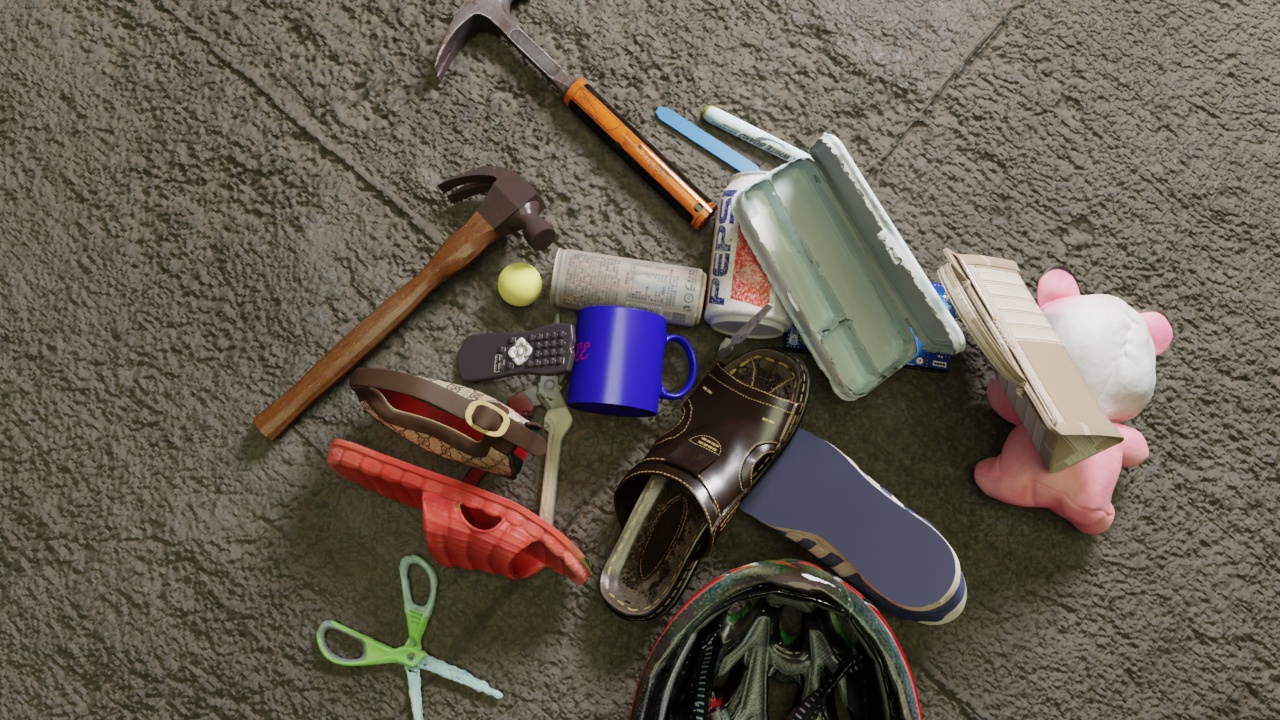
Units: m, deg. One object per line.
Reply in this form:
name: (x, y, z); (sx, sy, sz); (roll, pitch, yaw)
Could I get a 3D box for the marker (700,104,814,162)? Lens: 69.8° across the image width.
marker: (0.124, -0.205, 0.873); (0.146, 0.017, 0.017); (28, 81, 5)

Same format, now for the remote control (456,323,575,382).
remote control: (-0.112, -0.006, 0.810); (0.125, 0.009, 0.046); (-6, 73, 28)

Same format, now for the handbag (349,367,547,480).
handbag: (-0.160, 0.045, 0.756); (0.167, 0.138, 0.063); (19, 78, 23)

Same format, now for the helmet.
helmet: (0.103, 0.287, 0.707); (0.217, 0.167, 0.272); (9, 85, 13)

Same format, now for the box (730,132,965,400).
box: (0.182, -0.082, 0.743); (0.106, 0.125, 0.215); (-36, 98, -26)

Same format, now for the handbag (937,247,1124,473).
handbag: (0.277, -0.017, 0.701); (0.062, 0.197, 0.175); (-34, 59, 25)

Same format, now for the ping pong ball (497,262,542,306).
ping pong ball: (-0.110, -0.069, 0.834); (0.040, 0.040, 0.040); (0, 80, -1)

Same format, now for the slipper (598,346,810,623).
slipper: (0.045, 0.097, 0.772); (0.113, 0.075, 0.267); (31, 85, 36)

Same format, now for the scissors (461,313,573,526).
scissors: (-0.096, 0.062, 0.824); (0.187, 0.015, 0.179); (-25, 80, -5)

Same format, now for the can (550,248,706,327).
can: (-0.011, -0.065, 0.827); (0.135, 0.054, 0.054); (8, 80, 2)

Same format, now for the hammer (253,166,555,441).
hammer: (-0.218, -0.049, 0.823); (0.323, 0.033, 0.115); (-43, 63, -2)

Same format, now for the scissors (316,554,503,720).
scissors: (-0.195, 0.250, 0.790); (0.171, 0.023, 0.167); (20, 75, 1)

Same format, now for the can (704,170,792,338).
can: (0.103, -0.093, 0.821); (0.078, 0.078, 0.136); (7, 80, 1)

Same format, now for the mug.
mug: (-0.005, 0.005, 0.806); (0.111, 0.079, 0.083); (8, 80, -12)

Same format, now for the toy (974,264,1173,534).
toy: (0.381, 0.035, 0.798); (0.142, 0.084, 0.213); (21, 83, 3)

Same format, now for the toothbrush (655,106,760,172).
toothbrush: (0.085, -0.196, 0.872); (0.166, 0.014, 0.016); (34, 81, 6)

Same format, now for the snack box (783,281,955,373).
snack box: (0.210, -0.039, 0.838); (0.150, 0.027, 0.082); (8, 81, 0)

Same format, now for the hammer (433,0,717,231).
hammer: (-0.057, -0.231, 0.867); (0.137, 0.035, 0.314); (-44, 84, -8)

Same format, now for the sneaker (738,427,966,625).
sneaker: (0.181, 0.141, 0.791); (0.233, 0.118, 0.091); (30, 84, 39)

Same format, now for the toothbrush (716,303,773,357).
toothbrush: (0.086, -0.027, 0.757); (0.010, 0.182, 0.010); (17, 77, -3)

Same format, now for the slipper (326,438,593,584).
slipper: (-0.159, 0.139, 0.767); (0.249, 0.104, 0.059); (23, 66, 6)
